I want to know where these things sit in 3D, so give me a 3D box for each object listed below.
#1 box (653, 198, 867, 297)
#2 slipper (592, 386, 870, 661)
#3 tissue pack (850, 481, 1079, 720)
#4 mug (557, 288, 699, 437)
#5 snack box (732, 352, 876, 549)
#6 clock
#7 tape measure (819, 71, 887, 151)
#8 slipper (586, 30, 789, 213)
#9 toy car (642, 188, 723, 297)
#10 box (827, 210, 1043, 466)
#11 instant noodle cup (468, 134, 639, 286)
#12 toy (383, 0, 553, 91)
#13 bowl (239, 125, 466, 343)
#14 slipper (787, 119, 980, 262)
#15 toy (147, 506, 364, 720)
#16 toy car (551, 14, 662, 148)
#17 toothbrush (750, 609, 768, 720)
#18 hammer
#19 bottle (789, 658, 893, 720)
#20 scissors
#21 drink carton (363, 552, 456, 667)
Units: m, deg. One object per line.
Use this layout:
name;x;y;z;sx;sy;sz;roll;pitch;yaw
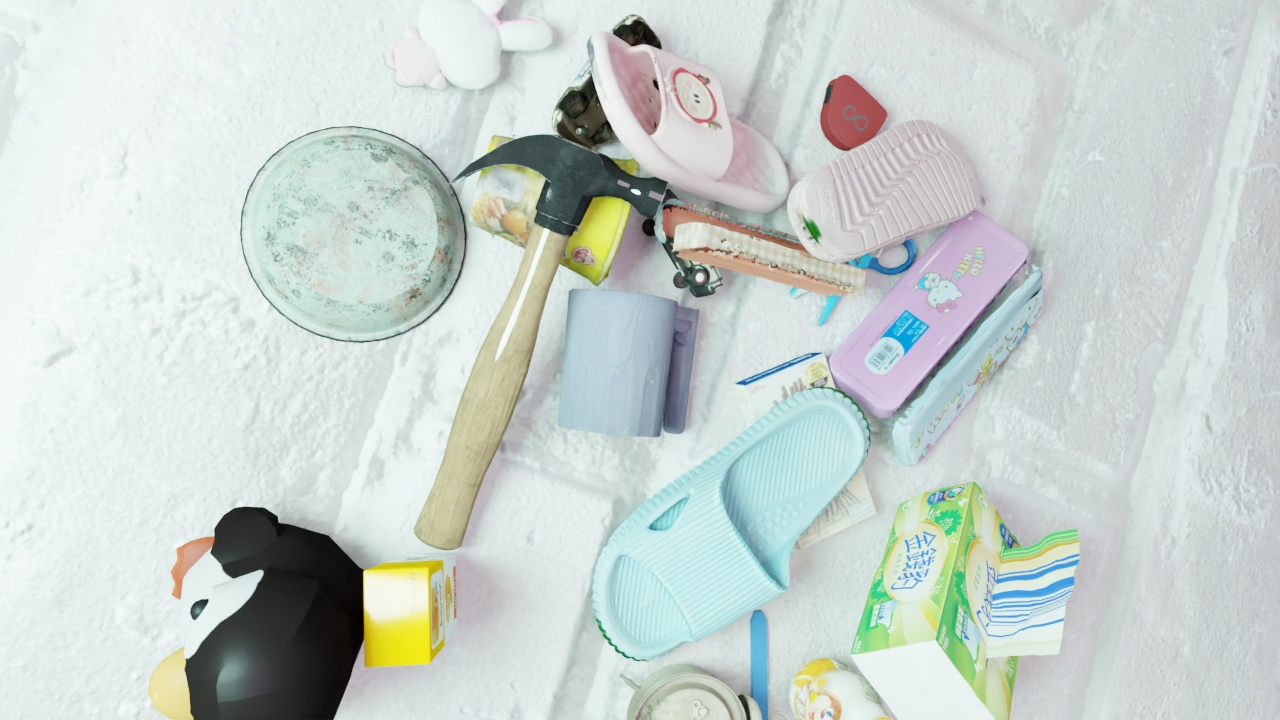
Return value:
box;0.101;-0.086;0.718;0.186;0.055;0.076;10;43;-33
slipper;0.076;0.127;0.719;0.276;0.069;0.116;-41;96;-5
tissue pack;0.271;0.188;0.723;0.120;0.142;0.197;48;42;-17
mug;-0.004;0.004;0.708;0.123;0.084;0.104;8;88;-46
snack box;0.140;0.076;0.779;0.081;0.026;0.150;-22;98;-17
clock;0.051;0.290;0.733;0.140;0.055;0.093;4;89;-12
tape measure;0.179;-0.212;0.797;0.059;0.019;0.051;38;82;-15
slipper;0.045;-0.173;0.691;0.221;0.056;0.106;19;53;-43
toy car;0.035;-0.095;0.734;0.037;0.040;0.092;-34;101;-18
box;0.273;-0.020;0.811;0.214;0.062;0.140;-46;107;-14
instant noodle cup;-0.065;-0.118;0.675;0.108;0.102;0.102;16;84;-10
toy;-0.130;-0.238;0.679;0.125;0.037;0.076;-37;105;-13
bowl;-0.201;-0.092;0.653;0.157;0.039;0.157;0;90;-19
slipper;0.195;-0.136;0.765;0.238;0.065;0.094;-25;90;-38
toy;-0.220;0.174;0.569;0.140;0.184;0.159;-7;92;-20
toy car;-0.029;-0.215;0.712;0.113;0.040;0.048;-53;136;-2
toothbrush;0.102;0.295;0.772;0.016;0.014;0.166;-1;90;-19
hammer;-0.099;-0.006;0.642;0.132;0.040;0.306;21;103;-5
bottle;0.167;0.286;0.743;0.063;0.109;0.063;-1;93;-18
scissors;0.190;-0.081;0.804;0.113;0.013;0.140;28;79;-16
drink carton;-0.153;0.166;0.625;0.040;0.122;0.058;-2;83;-3
